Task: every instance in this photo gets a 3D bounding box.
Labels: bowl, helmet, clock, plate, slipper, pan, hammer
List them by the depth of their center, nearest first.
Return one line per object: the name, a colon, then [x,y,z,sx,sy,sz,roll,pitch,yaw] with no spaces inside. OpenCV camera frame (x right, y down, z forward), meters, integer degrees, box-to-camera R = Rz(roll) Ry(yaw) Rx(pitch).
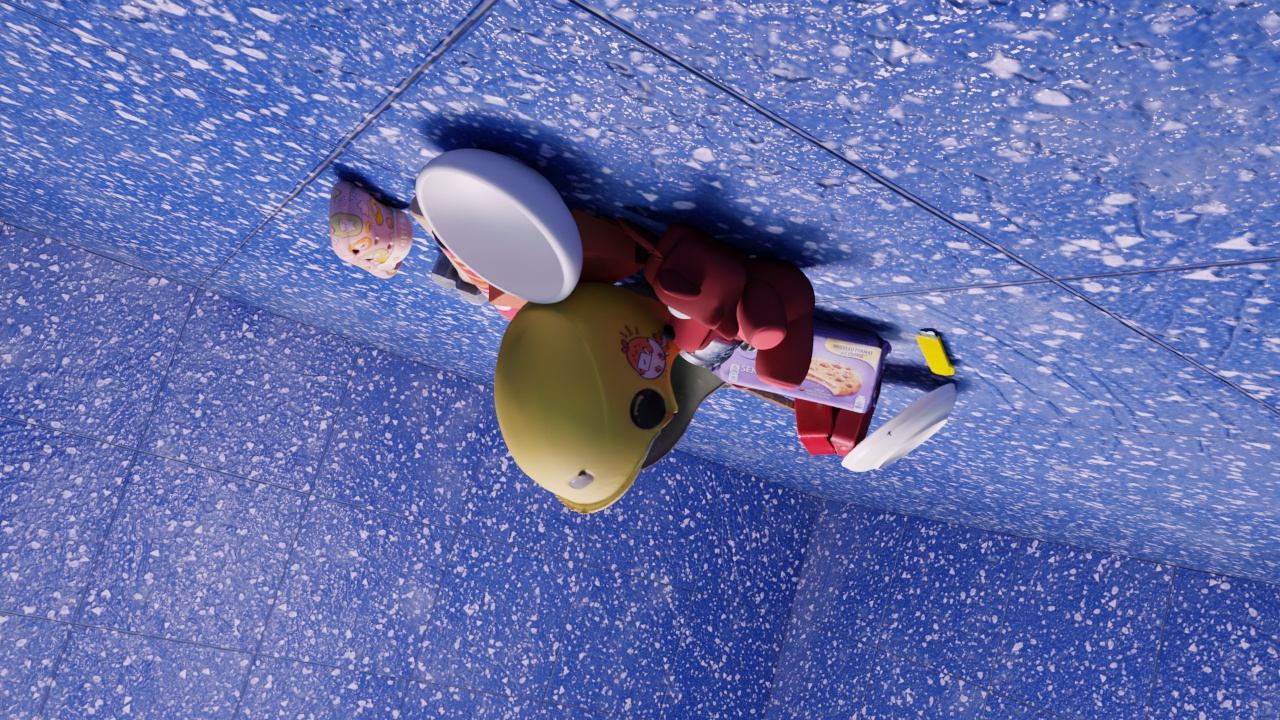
bowl: [-0.122,-0.136,0.866,0.176,0.066,0.177,27,153,15]
helmet: [-0.075,0.023,0.941,0.139,0.239,0.210,29,158,-38]
clock: [0.085,-0.043,1.016,0.129,0.090,0.052,-17,161,-40]
slipper: [-0.317,-0.160,1.127,0.081,0.093,0.197,-5,171,2]
helmet: [-0.007,0.007,1.157,0.226,0.268,0.154,-21,-141,-38]
hammer: [-0.236,-0.139,1.176,0.117,0.051,0.323,20,170,5]
plate: [0.353,0.099,1.226,0.034,0.182,0.182,56,-176,19]
pan: [0.133,0.026,1.554,0.356,0.040,0.208,18,171,-15]

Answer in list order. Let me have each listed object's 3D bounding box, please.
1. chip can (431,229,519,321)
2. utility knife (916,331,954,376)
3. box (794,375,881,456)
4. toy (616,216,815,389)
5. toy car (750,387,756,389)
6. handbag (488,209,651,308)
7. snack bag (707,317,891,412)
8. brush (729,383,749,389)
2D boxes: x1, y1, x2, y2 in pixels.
chip can: [-0.176,-0.116,1.106,0.073,0.073,0.233,14,167,13]
utility knife: [0.344,-0.007,1.065,0.030,0.017,0.155,6,168,27]
box: [0.261,0.064,1.275,0.123,0.136,0.157,13,169,17]
toy: [0.074,-0.062,0.885,0.197,0.121,0.158,21,-154,-30]
toy car: [0.161,0.013,1.442,0.105,0.032,0.048,35,162,-36]
handbag: [-0.075,-0.105,0.995,0.108,0.060,0.172,12,158,-36]
snack bag: [0.186,-0.008,1.087,0.205,0.096,0.058,14,-146,11]
brush: [0.195,0.011,1.168,0.172,0.041,0.030,-10,169,-1]
